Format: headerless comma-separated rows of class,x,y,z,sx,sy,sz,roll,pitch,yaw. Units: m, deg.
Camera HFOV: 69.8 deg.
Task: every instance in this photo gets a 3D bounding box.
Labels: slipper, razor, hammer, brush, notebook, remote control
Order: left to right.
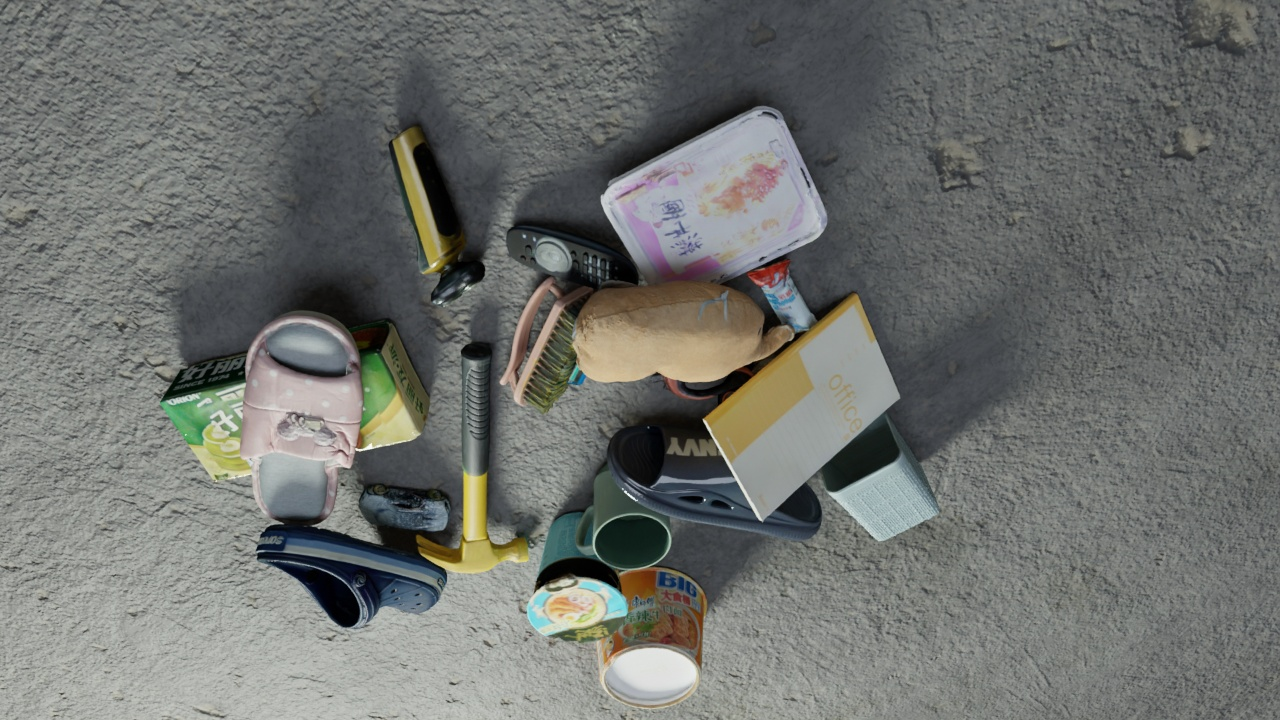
slipper,-0.333,0.071,0.894,0.114,0.054,0.275,13,125,-11
slipper,-0.314,0.249,1.021,0.105,0.095,0.252,-4,153,32
razor,-0.187,-0.131,0.839,0.068,0.062,0.168,7,125,33
hammer,-0.182,0.118,1.009,0.128,0.033,0.301,-5,123,-20
brush,-0.094,-0.012,0.920,0.073,0.063,0.146,36,123,10
remote control,-0.062,-0.097,0.863,0.136,0.024,0.053,19,139,14
razor,-0.006,0.005,0.932,0.142,0.022,0.043,2,138,-29
slipper,0.093,0.115,0.978,0.268,0.110,0.084,19,126,-21
notebook,0.169,0.048,0.928,0.206,0.010,0.146,-38,121,-14

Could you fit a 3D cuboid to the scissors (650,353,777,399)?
scissors,0.114,0.009,0.937,0.214,0.015,0.197,-25,118,3

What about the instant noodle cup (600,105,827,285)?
instant noodle cup,0.066,-0.145,0.829,0.174,0.060,0.138,-23,122,16

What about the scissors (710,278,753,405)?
scissors,0.086,-0.001,0.950,0.125,0.021,0.235,-34,119,21

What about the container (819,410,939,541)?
container,0.260,0.127,1.003,0.090,0.089,0.111,-32,123,19

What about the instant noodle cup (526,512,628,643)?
instant noodle cup,-0.070,0.241,1.052,0.111,0.120,0.111,-1,126,-1

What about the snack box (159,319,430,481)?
snack box,-0.351,0.043,0.947,0.240,0.063,0.114,-12,125,7

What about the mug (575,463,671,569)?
mug,-0.022,0.169,1.011,0.112,0.106,0.082,-29,120,15

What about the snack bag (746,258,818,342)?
snack bag,0.145,-0.058,0.910,0.048,0.026,0.104,-16,124,24

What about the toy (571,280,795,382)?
toy,0.051,-0.023,0.840,0.225,0.082,0.144,1,161,-16

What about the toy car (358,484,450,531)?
toy car,-0.272,0.173,1.056,0.105,0.031,0.049,7,123,-5

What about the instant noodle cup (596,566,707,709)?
instant noodle cup,0.011,0.347,1.131,0.151,0.111,0.152,0,124,-1
